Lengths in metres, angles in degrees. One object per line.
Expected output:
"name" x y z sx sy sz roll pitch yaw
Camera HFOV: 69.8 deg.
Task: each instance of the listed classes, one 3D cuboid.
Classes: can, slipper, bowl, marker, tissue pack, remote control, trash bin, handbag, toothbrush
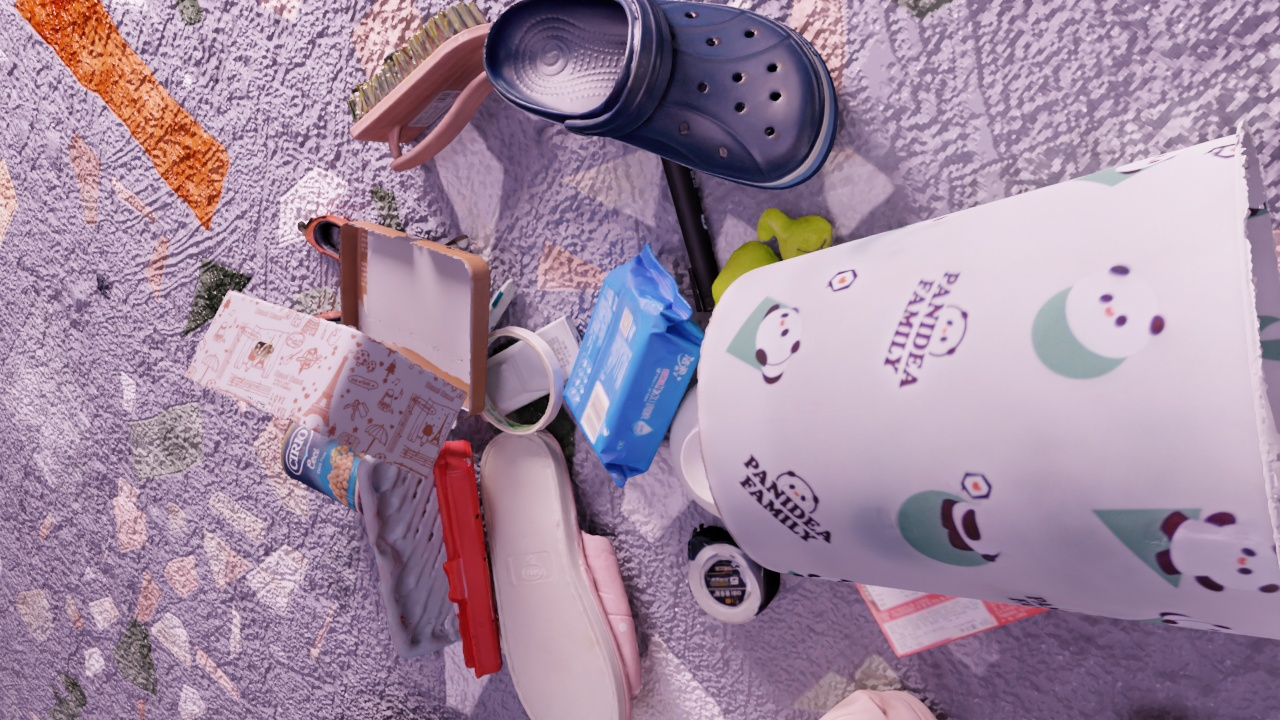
"can" -0.258 0.094 0.833 0.111 0.075 0.075 20 112 25
"slipper" -0.066 0.186 0.752 0.114 0.054 0.274 -22 79 30
"bowl" 0.069 0.062 0.635 0.117 0.066 0.116 8 107 29
"slipper" 0.003 -0.186 0.581 0.253 0.095 0.105 21 99 23
"marker" 0.034 -0.098 0.641 0.022 0.020 0.132 -16 96 -6
"tissue pack" -0.004 0.004 0.654 0.095 0.052 0.157 57 133 50
"remote control" -0.093 0.009 0.743 0.125 0.024 0.049 -27 89 32
"trash bin" 0.182 0.021 0.473 0.252 0.228 0.229 -7 99 37
"handbag" 0.176 0.359 0.605 0.234 0.093 0.194 45 121 28
"toothbrush" -0.152 0.001 0.781 0.018 0.016 0.192 49 122 23

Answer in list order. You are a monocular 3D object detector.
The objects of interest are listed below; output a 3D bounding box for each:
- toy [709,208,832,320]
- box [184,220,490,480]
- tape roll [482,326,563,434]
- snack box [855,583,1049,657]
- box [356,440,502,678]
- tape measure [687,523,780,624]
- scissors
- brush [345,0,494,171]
"toy" 0.089 -0.051 0.613 0.100 0.031 0.097 -18 104 25
"box" -0.213 -0.025 0.725 0.183 0.154 0.184 16 78 34
"tape roll" -0.099 0.016 0.724 0.086 0.013 0.086 9 107 29
"snack box" 0.215 0.133 0.590 0.153 0.025 0.075 -33 84 32
"box" -0.180 0.172 0.782 0.101 0.095 0.201 -9 108 -10
"tape measure" 0.069 0.159 0.680 0.066 0.033 0.066 7 104 31
"scissors" -0.232 -0.068 0.810 0.225 0.015 0.189 39 119 17
"brush" -0.155 -0.208 0.701 0.146 0.063 0.073 -28 83 31
